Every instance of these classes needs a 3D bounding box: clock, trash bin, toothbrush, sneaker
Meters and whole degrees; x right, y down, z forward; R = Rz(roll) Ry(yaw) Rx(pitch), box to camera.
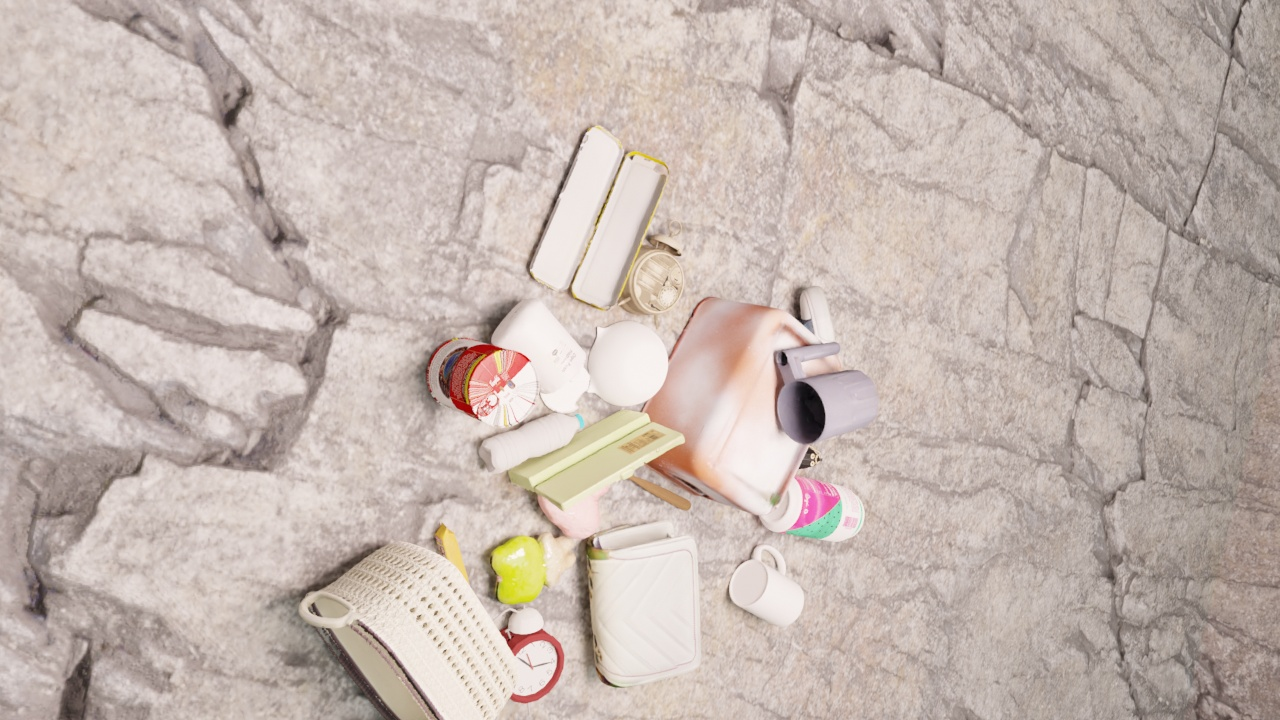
[{"bbox_3d":[0.022,-0.119,1.198,0.093,0.055,0.140,30,83,-35],"label":"clock"},{"bbox_3d":[0.135,0.064,1.246,0.181,0.157,0.259,36,77,-34],"label":"trash bin"},{"bbox_3d":[0.013,0.174,1.265,0.166,0.016,0.016,32,79,-37],"label":"toothbrush"},{"bbox_3d":[-0.151,0.374,1.161,0.096,0.048,0.138,-38,119,-25],"label":"clock"},{"bbox_3d":[0.249,0.006,1.379,0.079,0.087,0.235,-5,99,0],"label":"sneaker"}]

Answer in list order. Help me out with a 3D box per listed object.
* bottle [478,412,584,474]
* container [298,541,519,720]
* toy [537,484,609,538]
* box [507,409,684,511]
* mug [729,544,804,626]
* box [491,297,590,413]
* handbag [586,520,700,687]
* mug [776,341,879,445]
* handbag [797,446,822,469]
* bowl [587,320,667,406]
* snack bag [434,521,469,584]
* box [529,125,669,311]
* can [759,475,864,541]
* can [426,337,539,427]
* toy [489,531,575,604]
[{"bbox_3d":[-0.130,0.097,1.131,0.136,0.044,0.044,-21,109,-31],"label":"bottle"},{"bbox_3d":[-0.248,0.320,1.010,0.142,0.185,0.252,-44,122,-35],"label":"container"},{"bbox_3d":[-0.081,0.171,1.178,0.104,0.053,0.108,-53,123,-29],"label":"toy"},{"bbox_3d":[-0.055,0.117,1.132,0.186,0.139,0.030,-26,112,-28],"label":"box"},{"bbox_3d":[0.194,0.336,1.393,0.090,0.074,0.110,36,51,-34],"label":"mug"},{"bbox_3d":[-0.106,0.000,1.114,0.165,0.095,0.084,49,66,-21],"label":"box"},{"bbox_3d":[-0.001,0.325,1.234,0.141,0.096,0.198,-6,102,-20],"label":"handbag"},{"bbox_3d":[0.234,0.038,1.175,0.103,0.084,0.124,-10,76,-35],"label":"mug"},{"bbox_3d":[0.209,0.143,1.358,0.128,0.079,0.054,6,92,-38],"label":"handbag"},{"bbox_3d":[-0.007,0.007,1.200,0.114,0.051,0.115,-6,101,-34],"label":"bowl"},{"bbox_3d":[-0.225,0.241,1.100,0.020,0.026,0.099,-22,111,-31],"label":"snack bag"},{"bbox_3d":[-0.051,-0.175,1.145,0.128,0.045,0.209,25,84,-22],"label":"box"},{"bbox_3d":[0.261,0.227,1.404,0.165,0.088,0.088,16,88,-36],"label":"can"},{"bbox_3d":[-0.180,0.023,1.038,0.086,0.116,0.087,-6,101,-35],"label":"can"},{"bbox_3d":[-0.133,0.256,1.157,0.117,0.043,0.092,-17,109,-34],"label":"toy"}]
